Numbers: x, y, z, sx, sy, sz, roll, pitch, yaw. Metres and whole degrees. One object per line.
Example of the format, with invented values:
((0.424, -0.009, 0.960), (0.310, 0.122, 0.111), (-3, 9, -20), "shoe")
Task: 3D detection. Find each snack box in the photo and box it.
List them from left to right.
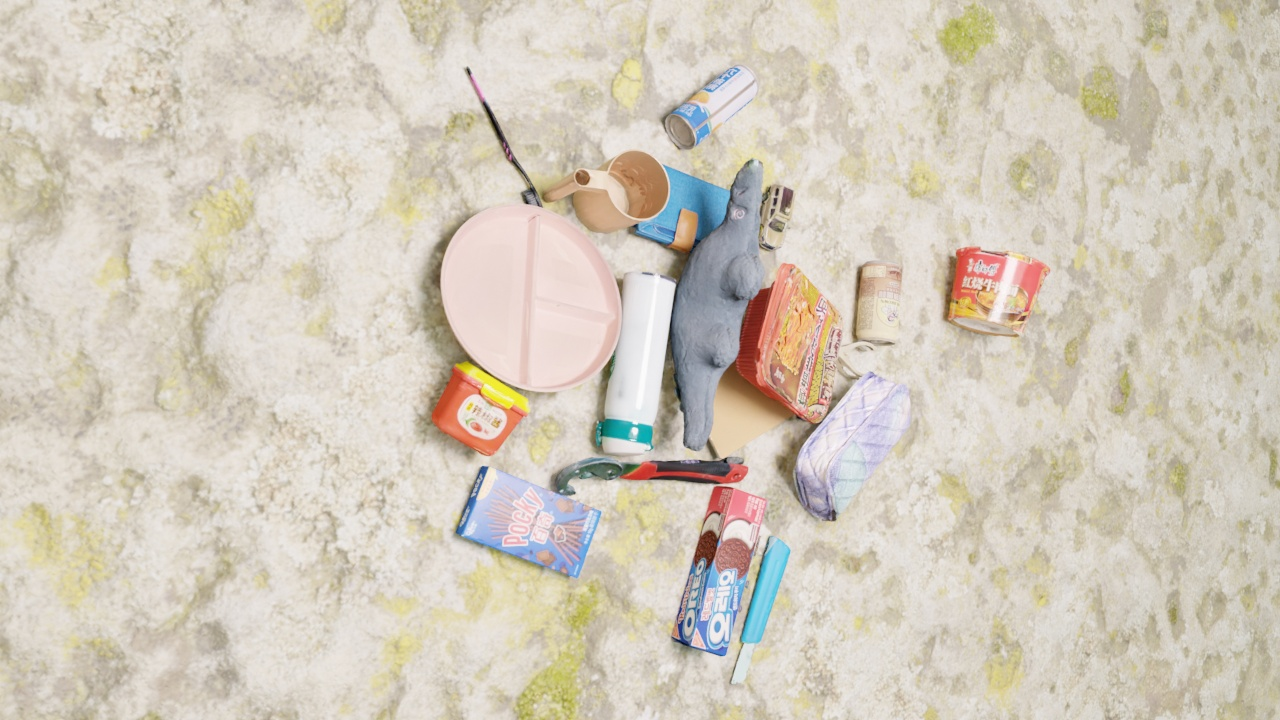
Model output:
((-0.182, 0.055, 1.029), (0.091, 0.082, 0.080), (33, 86, -21), "snack box")
((-0.128, 0.190, 1.074), (0.157, 0.026, 0.084), (26, 76, -24), "snack box")
((0.102, 0.268, 1.173), (0.058, 0.057, 0.207), (22, 78, -22), "snack box")

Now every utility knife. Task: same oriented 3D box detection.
((0.158, 0.333, 1.219), (0.034, 0.018, 0.198), (23, 77, -12), "utility knife")

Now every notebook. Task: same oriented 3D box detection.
((0.153, 0.021, 1.234), (0.207, 0.008, 0.148), (-28, 94, -27), "notebook")

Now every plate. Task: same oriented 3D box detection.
((-0.126, -0.072, 1.066), (0.229, 0.028, 0.229), (11, 69, -30), "plate")

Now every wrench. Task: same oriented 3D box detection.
((0.022, 0.142, 1.147), (0.273, 0.016, 0.056), (2, 129, -29), "wrench")

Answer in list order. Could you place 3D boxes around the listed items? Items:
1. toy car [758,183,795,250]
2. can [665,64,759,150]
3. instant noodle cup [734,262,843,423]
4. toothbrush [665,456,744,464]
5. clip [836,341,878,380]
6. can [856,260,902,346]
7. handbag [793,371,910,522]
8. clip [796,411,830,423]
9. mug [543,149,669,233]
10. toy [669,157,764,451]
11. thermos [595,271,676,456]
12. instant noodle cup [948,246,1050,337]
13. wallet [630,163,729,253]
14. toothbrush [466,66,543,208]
((0.186, -0.196, 1.258), (0.042, 0.035, 0.090), (18, 81, -24), "toy car")
((0.096, -0.335, 1.208), (0.134, 0.053, 0.053), (-43, 106, -23), "can")
((0.188, -0.020, 1.185), (0.188, 0.079, 0.164), (37, 64, -47), "instant noodle cup")
((0.055, 0.134, 1.180), (0.188, 0.017, 0.014), (0, 77, -26), "toothbrush")
((0.287, 0.003, 1.299), (0.103, 0.035, 0.092), (-4, 87, -23), "clip")
((0.343, -0.082, 1.319), (0.058, 0.059, 0.116), (10, 83, -27), "can")
((0.290, 0.113, 1.255), (0.193, 0.076, 0.134), (-44, 138, -22), "handbag")
((0.246, 0.077, 1.281), (0.057, 0.031, 0.025), (18, 75, -21), "clip")
((-0.043, -0.201, 1.098), (0.124, 0.104, 0.084), (1, 86, -28), "mug")
((0.092, -0.070, 1.137), (0.091, 0.138, 0.356), (12, 95, -15), "toy")
((-0.007, 0.007, 1.128), (0.073, 0.073, 0.224), (12, 82, -27), "thermos")
((0.533, -0.099, 1.384), (0.137, 0.138, 0.108), (16, 88, -26), "instant noodle cup")
((0.055, -0.193, 1.189), (0.133, 0.040, 0.106), (16, 75, -25), "wallet")
((-0.164, -0.260, 1.091), (0.017, 0.014, 0.189), (-29, 100, -14), "toothbrush")
